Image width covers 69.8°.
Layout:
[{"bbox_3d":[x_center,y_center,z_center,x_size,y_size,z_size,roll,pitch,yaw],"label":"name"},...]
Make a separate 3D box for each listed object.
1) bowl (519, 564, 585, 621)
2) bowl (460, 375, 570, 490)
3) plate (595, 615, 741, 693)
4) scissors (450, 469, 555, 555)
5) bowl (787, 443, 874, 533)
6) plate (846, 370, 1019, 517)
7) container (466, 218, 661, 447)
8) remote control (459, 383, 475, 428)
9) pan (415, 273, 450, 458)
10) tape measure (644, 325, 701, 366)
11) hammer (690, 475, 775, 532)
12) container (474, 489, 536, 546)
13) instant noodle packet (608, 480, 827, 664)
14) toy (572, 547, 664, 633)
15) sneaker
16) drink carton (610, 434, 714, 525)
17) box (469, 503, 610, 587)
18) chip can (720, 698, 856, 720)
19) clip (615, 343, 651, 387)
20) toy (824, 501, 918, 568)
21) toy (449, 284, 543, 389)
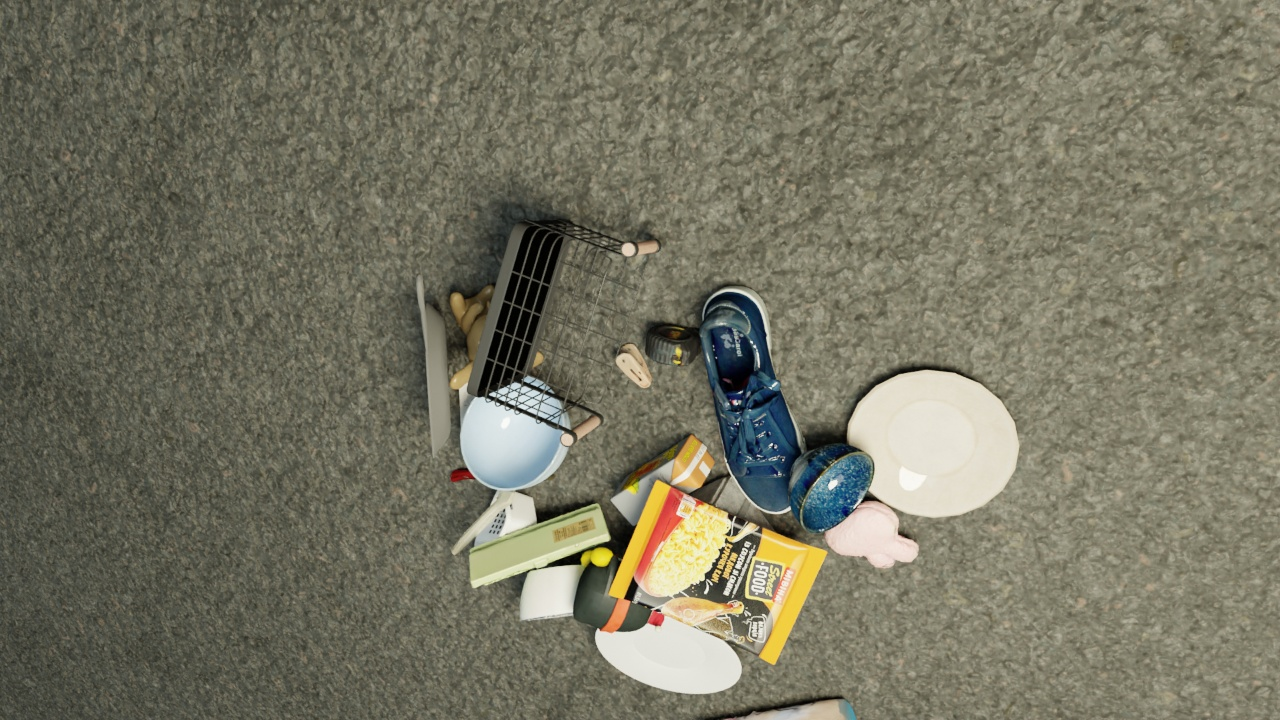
[{"bbox_3d":[-0.110,0.319,1.261,0.116,0.116,0.065,-14,73,24],"label":"bowl"},{"bbox_3d":[-0.152,0.099,1.204,0.151,0.074,0.150,-5,75,20],"label":"bowl"},{"bbox_3d":[0.039,0.408,1.286,0.209,0.015,0.209,10,136,10],"label":"plate"},{"bbox_3d":[-0.201,0.185,1.249,0.199,0.178,0.015,-3,143,37],"label":"scissors"},{"bbox_3d":[0.211,0.139,1.071,0.061,0.114,0.114,40,127,42],"label":"bowl"},{"bbox_3d":[0.338,0.095,1.070,0.189,0.027,0.189,7,114,16],"label":"plate"},{"bbox_3d":[-0.084,-0.043,1.061,0.130,0.162,0.241,22,105,12],"label":"container"},{"bbox_3d":[-0.228,0.079,1.269,0.043,0.013,0.137,9,115,15],"label":"remote control"},{"bbox_3d":[-0.249,-0.007,1.116,0.024,0.216,0.355,-3,154,-10],"label":"pan"},{"bbox_3d":[0.037,-0.016,1.106,0.063,0.067,0.038,14,116,13],"label":"tape measure"},{"bbox_3d":[0.047,0.294,1.236,0.327,0.079,0.177,-32,99,33],"label":"hammer"},{"bbox_3d":[-0.188,0.243,1.288,0.049,0.080,0.129,14,121,-23],"label":"container"},{"bbox_3d":[0.092,0.258,1.112,0.221,0.032,0.160,22,102,3],"label":"instant noodle packet"},{"bbox_3d":[-0.026,0.304,1.186,0.119,0.099,0.098,22,161,-9],"label":"toy"},{"bbox_3d":[0.130,0.067,1.079,0.121,0.127,0.295,-8,111,23],"label":"sneaker"},{"bbox_3d":[0.029,0.154,1.180,0.125,0.076,0.048,-36,97,32],"label":"drink carton"},{"bbox_3d":[-0.134,0.245,1.219,0.188,0.130,0.064,-19,83,-3],"label":"box"},{"bbox_3d":[0.185,0.527,1.283,0.230,0.079,0.080,-21,104,25],"label":"chip can"},{"bbox_3d":[-0.007,0.005,1.160,0.024,0.041,0.061,-25,122,27],"label":"clip"},{"bbox_3d":[0.285,0.218,1.125,0.105,0.053,0.109,39,138,-12],"label":"toy"},{"bbox_3d":[-0.199,-0.035,1.172,0.108,0.133,0.106,60,144,19],"label":"toy"}]
